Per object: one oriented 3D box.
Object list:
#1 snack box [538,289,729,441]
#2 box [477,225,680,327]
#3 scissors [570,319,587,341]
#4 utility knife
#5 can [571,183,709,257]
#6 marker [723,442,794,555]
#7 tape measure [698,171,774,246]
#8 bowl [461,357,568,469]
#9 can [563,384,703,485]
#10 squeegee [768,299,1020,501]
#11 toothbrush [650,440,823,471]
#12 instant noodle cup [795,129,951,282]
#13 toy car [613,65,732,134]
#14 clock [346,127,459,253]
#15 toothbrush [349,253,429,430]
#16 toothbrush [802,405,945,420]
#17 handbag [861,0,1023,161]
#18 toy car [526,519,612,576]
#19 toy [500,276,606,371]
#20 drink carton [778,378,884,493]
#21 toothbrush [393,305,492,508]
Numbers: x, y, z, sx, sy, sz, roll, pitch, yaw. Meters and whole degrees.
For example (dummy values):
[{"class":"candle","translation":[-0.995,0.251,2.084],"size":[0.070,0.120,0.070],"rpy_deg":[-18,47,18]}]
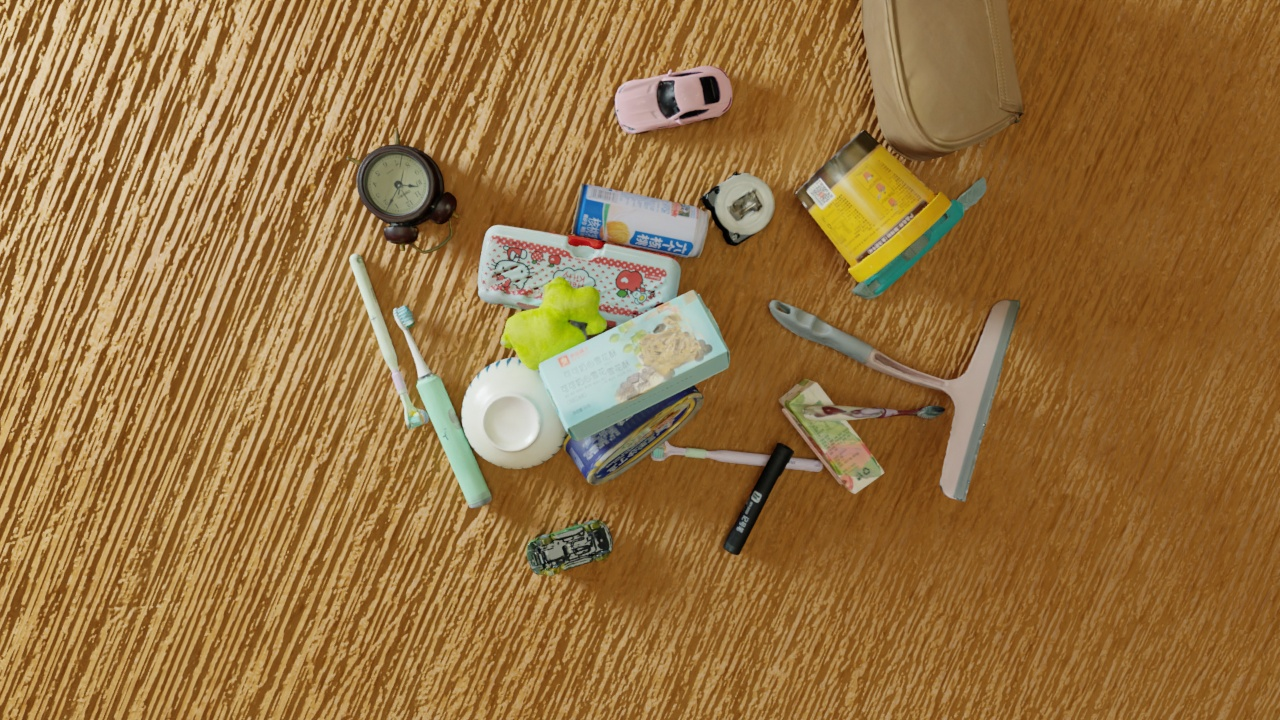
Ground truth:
[{"class":"snack box","translation":[-0.005,0.005,0.893],"size":[0.175,0.052,0.074],"rpy_deg":[-26,69,-3]},{"class":"box","translation":[-0.062,-0.081,0.928],"size":[0.201,0.047,0.086],"rpy_deg":[10,99,-6]},{"class":"scissors","translation":[-0.065,-0.042,0.963],"size":[0.178,0.014,0.159],"rpy_deg":[-42,97,2]},{"class":"utility knife","translation":[0.302,-0.129,0.982],"size":[0.187,0.013,0.029],"rpy_deg":[-43,106,0]},{"class":"can","translation":[0.000,-0.142,0.938],"size":[0.134,0.053,0.053],"rpy_deg":[11,94,-5]},{"class":"marker","translation":[0.126,0.149,0.981],"size":[0.022,0.020,0.132],"rpy_deg":[15,105,-41]},{"class":"tape measure","translation":[0.105,-0.161,0.955],"size":[0.066,0.033,0.066],"rpy_deg":[-34,98,0]},{"class":"bowl","translation":[-0.127,0.058,0.937],"size":[0.116,0.066,0.116],"rpy_deg":[0,97,-1]},{"class":"can","translation":[-0.006,0.064,0.939],"size":[0.148,0.074,0.049],"rpy_deg":[-37,66,-4]},{"class":"squeegee","translation":[0.249,-0.006,0.969],"size":[0.249,0.040,0.247],"rpy_deg":[24,66,6]},{"class":"toothbrush","translation":[0.105,0.103,0.985],"size":[0.189,0.021,0.029],"rpy_deg":[7,74,-7]},{"class":"instant noodle cup","translation":[0.229,-0.159,0.927],"size":[0.118,0.118,0.114],"rpy_deg":[-43,90,0]},{"class":"toy car","translation":[0.034,-0.267,0.939],"size":[0.122,0.037,0.056],"rpy_deg":[-13,94,-2]},{"class":"clock","translation":[-0.233,-0.164,0.918],"size":[0.082,0.055,0.122],"rpy_deg":[-31,98,-1]},{"class":"toothbrush","translation":[-0.262,-0.020,0.948],"size":[0.020,0.029,0.189],"rpy_deg":[-16,96,38]},{"class":"toothbrush","translation":[0.246,0.054,0.957],"size":[0.187,0.017,0.016],"rpy_deg":[2,74,-28]},{"class":"handbag","translation":[0.302,-0.310,0.928],"size":[0.147,0.100,0.204],"rpy_deg":[-11,96,-11]},{"class":"toy car","translation":[-0.075,0.196,0.971],"size":[0.091,0.036,0.043],"rpy_deg":[-15,95,-2]},{"class":"toy","translation":[-0.084,-0.032,0.907],"size":[0.096,0.031,0.100],"rpy_deg":[16,103,-6]},{"class":"drink carton","translation":[0.199,0.080,0.974],"size":[0.045,0.053,0.122],"rpy_deg":[-38,96,0]},{"class":"toothbrush","translation":[-0.208,0.049,0.954],"size":[0.027,0.026,0.224],"rpy_deg":[-20,96,19]}]
